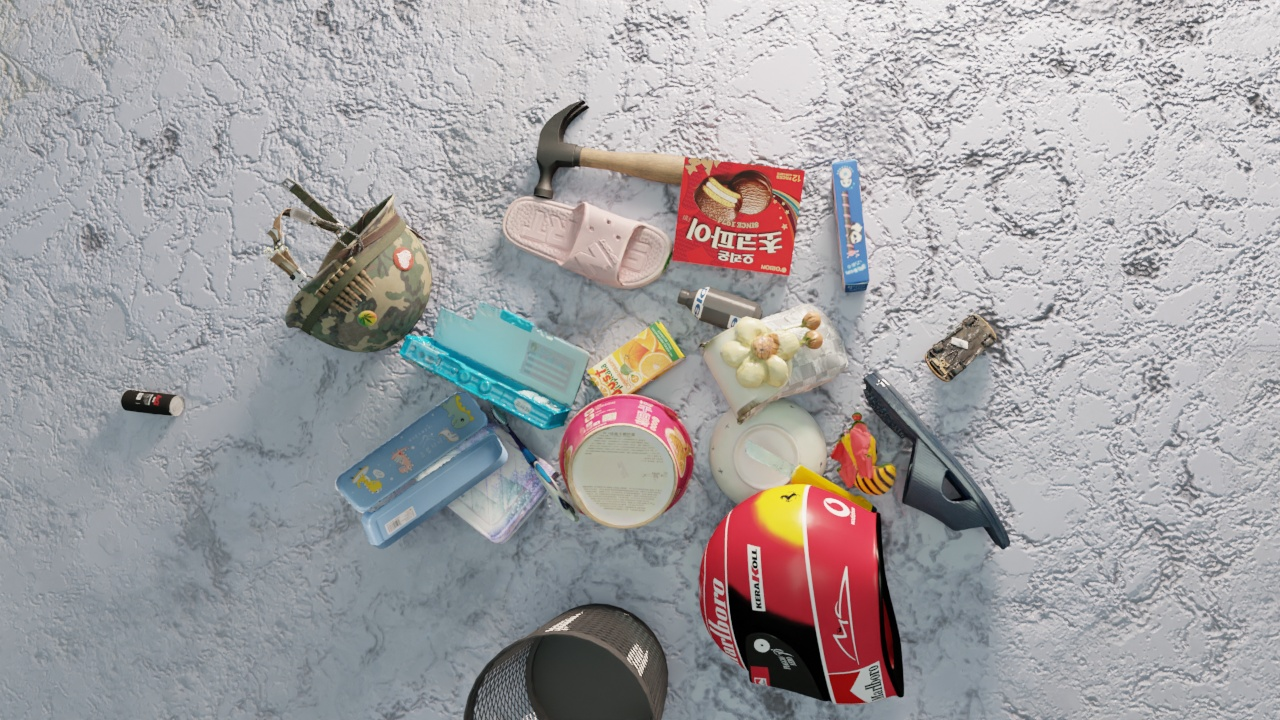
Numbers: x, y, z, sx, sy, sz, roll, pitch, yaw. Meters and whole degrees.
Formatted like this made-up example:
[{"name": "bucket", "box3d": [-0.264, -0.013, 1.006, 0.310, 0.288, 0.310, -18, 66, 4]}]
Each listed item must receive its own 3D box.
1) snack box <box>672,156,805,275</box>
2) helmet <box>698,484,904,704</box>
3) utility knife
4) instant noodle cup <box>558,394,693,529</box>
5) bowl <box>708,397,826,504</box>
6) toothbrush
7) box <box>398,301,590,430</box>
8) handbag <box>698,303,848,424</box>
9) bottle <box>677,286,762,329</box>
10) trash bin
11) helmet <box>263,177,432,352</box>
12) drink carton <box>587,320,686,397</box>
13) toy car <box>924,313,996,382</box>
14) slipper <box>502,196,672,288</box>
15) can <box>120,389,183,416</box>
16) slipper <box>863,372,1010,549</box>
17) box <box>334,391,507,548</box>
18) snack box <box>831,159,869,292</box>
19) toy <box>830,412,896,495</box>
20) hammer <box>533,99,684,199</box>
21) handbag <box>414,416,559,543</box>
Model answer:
[{"name": "snack box", "box3d": [0.126, -0.187, 1.185, 0.152, 0.035, 0.133, 8, 103, 7]}, {"name": "helmet", "box3d": [0.184, 0.280, 1.091, 0.225, 0.197, 0.271, -6, 111, 17]}, {"name": "utility knife", "box3d": [0.211, 0.149, 1.126, 0.227, 0.019, 0.030, 31, 80, -30]}, {"name": "instant noodle cup", "box3d": [-0.021, 0.138, 1.172, 0.179, 0.077, 0.179, 1, 102, 3]}, {"name": "bowl", "box3d": [0.160, 0.121, 1.168, 0.153, 0.073, 0.153, 0, 88, 10]}, {"name": "toothbrush", "box3d": [-0.138, 0.133, 1.199, 0.016, 0.017, 0.189, -35, 84, -26]}, {"name": "box", "box3d": [-0.187, -0.009, 1.218, 0.227, 0.097, 0.117, 26, 93, 9]}, {"name": "handbag", "box3d": [0.175, -0.010, 1.130, 0.171, 0.124, 0.112, -21, 72, -18]}, {"name": "bottle", "box3d": [0.103, -0.068, 1.197, 0.112, 0.047, 0.047, 20, 91, 9]}, {"name": "trash bin", "box3d": [-0.073, 0.414, 1.114, 0.218, 0.227, 0.217, 0, 87, 9]}, {"name": "helmet", "box3d": [-0.386, -0.128, 1.199, 0.236, 0.192, 0.225, 25, 114, -14]}, {"name": "drink carton", "box3d": [-0.007, 0.007, 1.215, 0.122, 0.041, 0.058, -36, 83, 7]}, {"name": "toy car", "box3d": [0.393, -0.011, 1.149, 0.111, 0.047, 0.047, -35, 82, -23]}, {"name": "slipper", "box3d": [-0.078, -0.161, 1.222, 0.239, 0.064, 0.094, 18, 91, 11]}, {"name": "can", "box3d": [-0.708, 0.062, 1.330, 0.080, 0.031, 0.031, 6, 89, 9]}, {"name": "slipper", "box3d": [0.344, 0.135, 1.125, 0.082, 0.101, 0.263, -38, 79, 5]}, {"name": "box", "box3d": [-0.278, 0.140, 1.179, 0.209, 0.047, 0.122, -35, 77, -2]}, {"name": "snack box", "box3d": [0.264, -0.166, 1.155, 0.033, 0.088, 0.154, -6, 86, 11]}, {"name": "toy", "box3d": [0.275, 0.121, 1.140, 0.084, 0.046, 0.103, -59, 44, 36]}, {"name": "hammer", "box3d": [0.013, -0.265, 1.227, 0.305, 0.040, 0.132, 10, 93, 9]}, {"name": "handbag", "box3d": [-0.206, 0.154, 1.232, 0.158, 0.069, 0.126, 38, 80, 8]}]
